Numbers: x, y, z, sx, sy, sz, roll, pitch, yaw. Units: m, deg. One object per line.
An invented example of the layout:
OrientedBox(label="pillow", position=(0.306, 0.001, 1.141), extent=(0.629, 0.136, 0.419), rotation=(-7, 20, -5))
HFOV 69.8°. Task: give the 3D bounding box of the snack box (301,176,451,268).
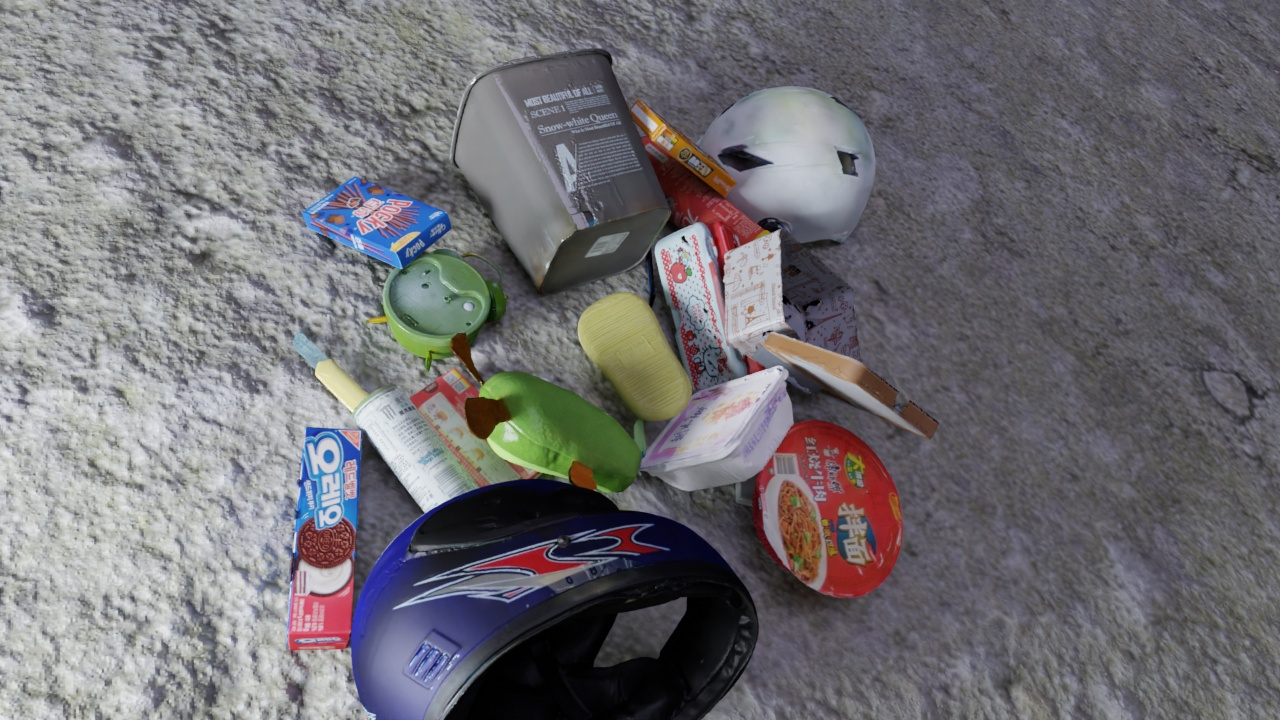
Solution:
OrientedBox(label="snack box", position=(-0.303, -0.161, 1.054), extent=(0.157, 0.026, 0.084), rotation=(23, 52, 26))

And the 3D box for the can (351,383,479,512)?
OrientedBox(label="can", position=(-0.226, 0.096, 0.927), extent=(0.058, 0.058, 0.146), rotation=(-36, 81, -31))

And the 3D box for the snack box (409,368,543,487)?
OrientedBox(label="snack box", position=(-0.177, 0.083, 0.978), extent=(0.153, 0.026, 0.075), rotation=(43, 58, 11))

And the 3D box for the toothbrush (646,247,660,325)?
OrientedBox(label="toothbrush", position=(0.015, -0.098, 1.155), extent=(0.016, 0.014, 0.189), rotation=(6, 57, -14))

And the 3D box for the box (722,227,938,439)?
OrientedBox(label="box", position=(0.197, -0.016, 1.018), extent=(0.179, 0.131, 0.272), rotation=(30, 23, -41))

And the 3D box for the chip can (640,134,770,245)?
OrientedBox(label="chip can", position=(0.067, -0.203, 1.199), extent=(0.216, 0.073, 0.073), rotation=(41, 57, 9))

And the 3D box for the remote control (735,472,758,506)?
OrientedBox(label="remote control", position=(0.138, 0.106, 1.064), extent=(0.056, 0.019, 0.134), rotation=(10, 57, -11))

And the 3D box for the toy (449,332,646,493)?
OrientedBox(label="toy", position=(-0.091, 0.070, 0.937), extent=(0.246, 0.090, 0.227), rotation=(30, 14, -30))

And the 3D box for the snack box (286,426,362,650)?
OrientedBox(label="snack box", position=(-0.300, 0.165, 0.873), extent=(0.058, 0.057, 0.207), rotation=(4, 58, -18))

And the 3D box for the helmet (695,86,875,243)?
OrientedBox(label="helmet", position=(0.206, -0.282, 1.245), extent=(0.258, 0.146, 0.228), rotation=(10, 57, -11))

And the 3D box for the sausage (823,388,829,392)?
OrientedBox(label="sausage", position=(0.213, 0.019, 1.139), extent=(0.165, 0.022, 0.021), rotation=(23, 56, -2))

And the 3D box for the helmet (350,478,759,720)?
OrientedBox(label="helmet", position=(-0.088, 0.217, 0.791), extent=(0.315, 0.248, 0.240), rotation=(-19, 31, -19))

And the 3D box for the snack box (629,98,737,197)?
OrientedBox(label="snack box", position=(0.053, -0.262, 1.139), extent=(0.153, 0.026, 0.075), rotation=(26, 22, -45))

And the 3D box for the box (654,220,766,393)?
OrientedBox(label="box", position=(0.085, -0.061, 1.107), extent=(0.102, 0.095, 0.201), rotation=(-18, 78, 20))

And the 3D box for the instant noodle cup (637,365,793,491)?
OrientedBox(label="instant noodle cup", position=(0.088, 0.083, 0.987), extent=(0.060, 0.174, 0.137), rotation=(49, 56, -12))

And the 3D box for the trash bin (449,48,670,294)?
OrientedBox(label="trash bin", position=(-0.090, -0.219, 1.097), extent=(0.198, 0.199, 0.219), rotation=(-20, 73, -26))

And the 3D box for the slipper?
OrientedBox(label="slipper", position=(-0.006, 0.006, 1.048), extent=(0.091, 0.082, 0.190), rotation=(-24, 52, -11))

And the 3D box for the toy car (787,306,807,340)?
OrientedBox(label="toy car", position=(0.172, -0.070, 1.173), extent=(0.120, 0.037, 0.054), rotation=(45, 55, 0))

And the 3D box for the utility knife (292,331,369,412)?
OrientedBox(label="utility knife", position=(-0.302, 0.037, 0.972), extent=(0.195, 0.020, 0.030), rotation=(45, 56, 3))

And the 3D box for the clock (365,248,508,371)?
OrientedBox(label="clock", position=(-0.220, -0.068, 1.039), extent=(0.116, 0.056, 0.160), rotation=(38, 57, 7))

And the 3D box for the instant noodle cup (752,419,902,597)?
OrientedBox(label="instant noodle cup", position=(0.191, 0.164, 1.000), extent=(0.193, 0.066, 0.193), rotation=(12, 65, -26))
